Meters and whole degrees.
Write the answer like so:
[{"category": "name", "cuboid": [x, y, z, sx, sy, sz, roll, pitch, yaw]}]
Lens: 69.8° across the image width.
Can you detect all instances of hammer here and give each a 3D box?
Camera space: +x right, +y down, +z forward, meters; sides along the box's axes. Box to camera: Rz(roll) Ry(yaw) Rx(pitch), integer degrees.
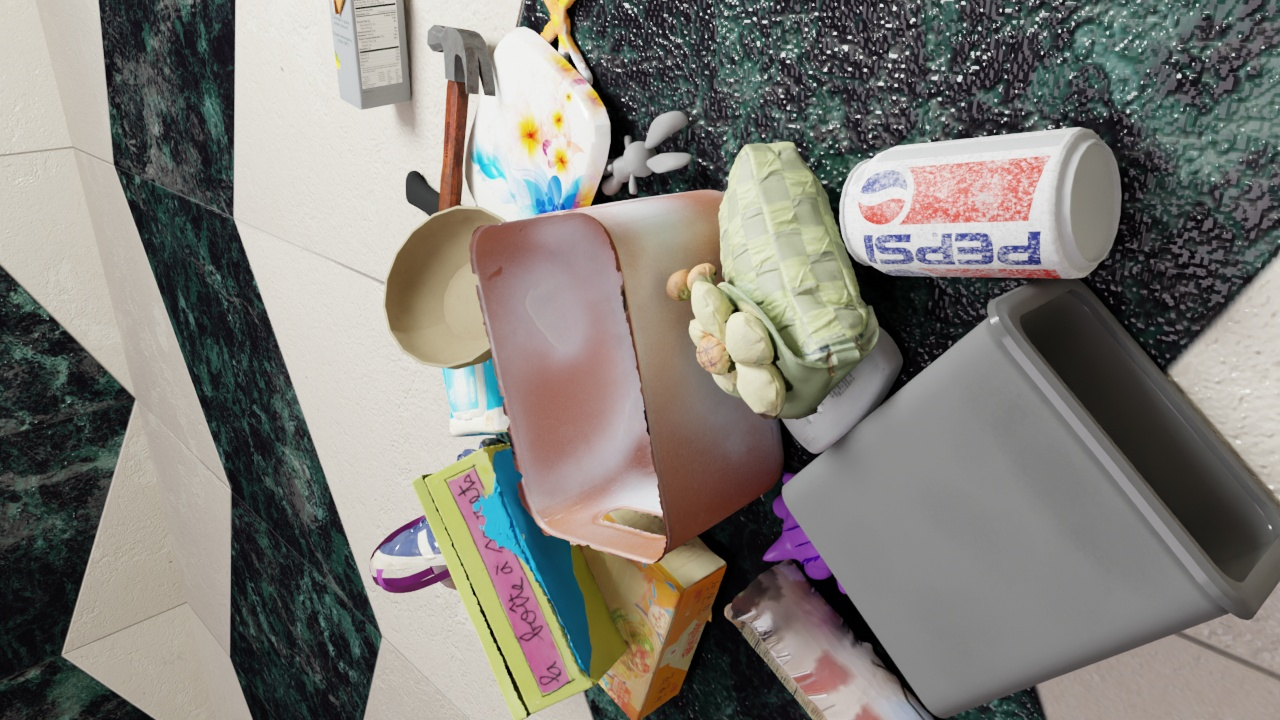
[{"category": "hammer", "cuboid": [-0.185, -0.167, 0.897, 0.111, 0.028, 0.301, 31, 119, 51]}, {"category": "hammer", "cuboid": [-0.153, -0.125, 0.945, 0.324, 0.029, 0.127, 32, 129, 38]}]

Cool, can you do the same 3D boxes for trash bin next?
[{"category": "trash bin", "cuboid": [0.218, 0.090, 0.555, 0.191, 0.097, 0.220, 56, 141, 16]}, {"category": "trash bin", "cuboid": [-0.004, 0.004, 0.727, 0.182, 0.157, 0.260, 3, 107, 48]}]

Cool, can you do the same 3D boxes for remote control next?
[{"category": "remote control", "cuboid": [0.143, 0.019, 0.663, 0.060, 0.028, 0.115, 53, 138, 22]}]

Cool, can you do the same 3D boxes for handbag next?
[{"category": "handbag", "cuboid": [-0.236, 0.217, 1.077, 0.068, 0.169, 0.145, 13, 116, 46]}, {"category": "handbag", "cuboid": [0.078, -0.049, 0.606, 0.113, 0.117, 0.186, 104, 155, -68]}]

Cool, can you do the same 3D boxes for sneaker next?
[{"category": "sneaker", "cuboid": [-0.189, 0.144, 0.945, 0.234, 0.091, 0.118, -10, 84, 30]}]

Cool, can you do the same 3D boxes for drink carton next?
[{"category": "drink carton", "cuboid": [-0.286, -0.337, 0.970, 0.048, 0.076, 0.125, 33, 133, 36]}]

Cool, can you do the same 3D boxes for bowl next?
[{"category": "bowl", "cuboid": [-0.160, -0.063, 0.848, 0.152, 0.050, 0.152, -6, 76, 22]}]

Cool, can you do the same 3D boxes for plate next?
[{"category": "plate", "cuboid": [-0.104, -0.187, 0.832, 0.187, 0.016, 0.187, 51, 133, 30]}]

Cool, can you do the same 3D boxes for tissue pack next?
[{"category": "tissue pack", "cuboid": [-0.153, 0.019, 0.941, 0.210, 0.066, 0.117, -13, 83, 62]}]

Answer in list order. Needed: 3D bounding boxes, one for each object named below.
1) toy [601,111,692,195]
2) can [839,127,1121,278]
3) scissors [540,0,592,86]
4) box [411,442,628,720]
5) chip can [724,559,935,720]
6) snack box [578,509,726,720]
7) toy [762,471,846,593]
[{"category": "toy", "cuboid": [0.000, -0.164, 0.747, 0.112, 0.030, 0.049, -13, 81, 56]}, {"category": "can", "cuboid": [0.189, -0.086, 0.522, 0.136, 0.078, 0.078, 7, 111, 48]}, {"category": "scissors", "cuboid": [-0.067, -0.289, 0.783, 0.126, 0.011, 0.129, -29, 81, 56]}, {"category": "box", "cuboid": [-0.104, 0.184, 0.808, 0.082, 0.124, 0.221, -29, 83, 11]}, {"category": "chip can", "cuboid": [0.165, 0.261, 0.708, 0.229, 0.079, 0.080, 47, 136, 25]}, {"category": "snack box", "cuboid": [-0.004, 0.224, 0.882, 0.145, 0.080, 0.196, 40, 132, 32]}, {"category": "toy", "cuboid": [0.136, 0.132, 0.699, 0.088, 0.055, 0.106, -37, 77, 52]}]
